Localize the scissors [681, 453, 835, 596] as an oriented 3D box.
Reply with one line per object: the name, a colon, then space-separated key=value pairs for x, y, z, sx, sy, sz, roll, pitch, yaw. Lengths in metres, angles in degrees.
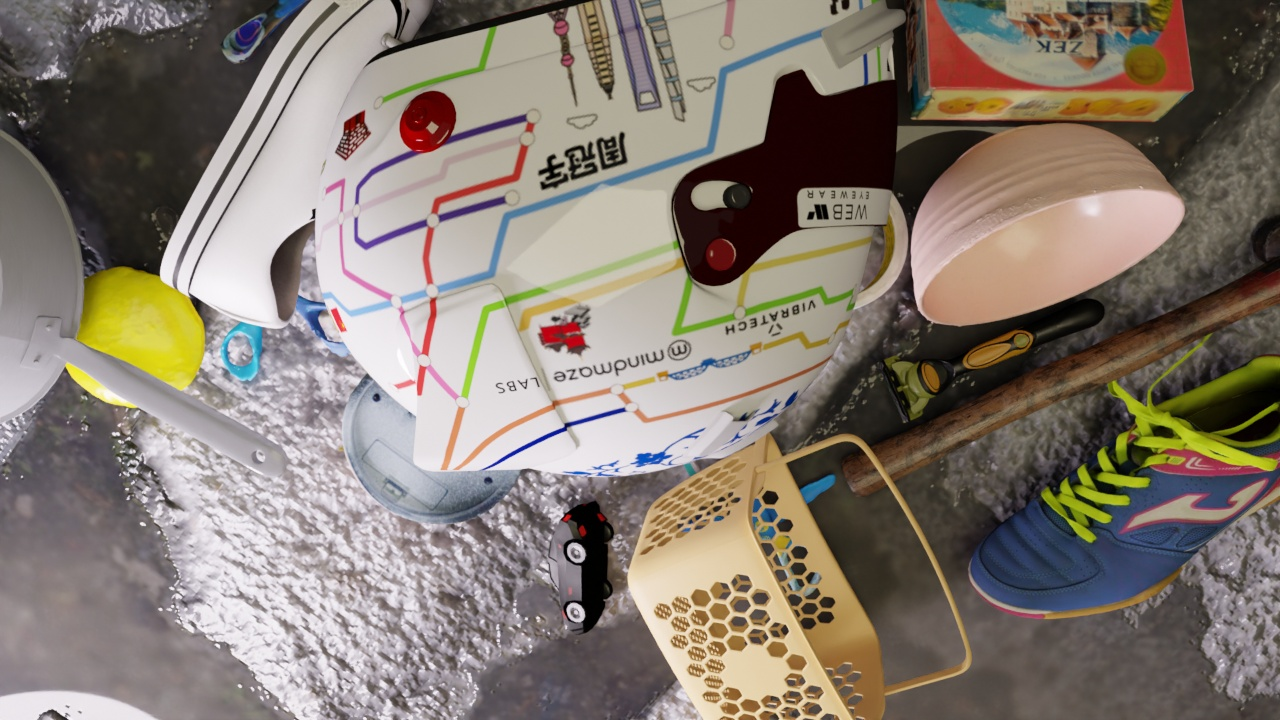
scissors: x=0.085 y=0.118 z=0.642 sx=0.125 sy=0.013 sz=0.130 roll=-35 pitch=104 yaw=10

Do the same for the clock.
clock: x=-0.119 y=0.029 z=0.601 sx=0.117 sy=0.058 sz=0.158 roll=36 pitch=101 yaw=-8

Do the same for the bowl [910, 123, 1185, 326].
bowl: x=0.225 y=-0.088 z=0.540 sx=0.153 sy=0.153 sz=0.076 roll=-15 pitch=68 yaw=4

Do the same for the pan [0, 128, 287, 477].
pan: x=-0.377 y=-0.017 z=0.568 sx=0.357 sy=0.050 sz=0.201 roll=29 pitch=101 yaw=9

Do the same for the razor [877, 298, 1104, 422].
razor: x=0.231 y=-0.007 z=0.599 sx=0.144 sy=0.021 sz=0.044 roll=-23 pitch=84 yaw=8

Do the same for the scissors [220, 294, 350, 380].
scissors: x=-0.236 y=-0.047 z=0.611 sx=0.119 sy=0.014 sz=0.129 roll=8 pitch=98 yaw=2

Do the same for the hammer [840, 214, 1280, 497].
hammer: x=0.282 y=0.009 z=0.575 sx=0.331 sy=0.119 sz=0.033 roll=-28 pitch=106 yaw=13

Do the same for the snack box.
snack box: x=0.226 y=-0.208 z=0.522 sx=0.142 sy=0.040 sz=0.144 roll=1 pitch=77 yaw=0

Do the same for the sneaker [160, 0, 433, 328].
sneaker: x=-0.182 y=-0.121 z=0.550 sx=0.097 sy=0.091 sz=0.245 roll=34 pitch=96 yaw=-10

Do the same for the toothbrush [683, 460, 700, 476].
toothbrush: x=-0.004 y=0.004 z=0.614 sx=0.019 sy=0.018 sz=0.188 roll=-29 pitch=101 yaw=9

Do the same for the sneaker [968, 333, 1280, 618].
sneaker: x=0.315 y=0.074 z=0.591 sx=0.242 sy=0.116 sz=0.091 roll=-32 pitch=129 yaw=4

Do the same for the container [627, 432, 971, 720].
container: x=0.103 y=0.149 z=0.579 sx=0.167 sy=0.129 sz=0.183 roll=-24 pitch=104 yaw=18

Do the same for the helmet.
helmet: x=0.000 y=-0.063 z=0.470 sx=0.314 sy=0.231 sz=0.236 roll=-20 pitch=99 yaw=-6

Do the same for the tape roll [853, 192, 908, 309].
tape roll: x=0.120 y=-0.077 z=0.578 sx=0.094 sy=0.019 sz=0.094 roll=1 pitch=85 yaw=-7

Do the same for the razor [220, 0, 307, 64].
razor: x=-0.202 y=-0.228 z=0.563 sx=0.141 sy=0.018 sz=0.044 roll=-35 pitch=101 yaw=8

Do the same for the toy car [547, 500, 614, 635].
toy car: x=-0.044 y=0.144 z=0.637 sx=0.036 sy=0.042 sz=0.092 roll=8 pitch=105 yaw=25

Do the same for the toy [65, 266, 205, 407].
toy: x=-0.335 y=-0.015 z=0.604 sx=0.095 sy=0.041 sz=0.094 roll=35 pitch=97 yaw=-7
